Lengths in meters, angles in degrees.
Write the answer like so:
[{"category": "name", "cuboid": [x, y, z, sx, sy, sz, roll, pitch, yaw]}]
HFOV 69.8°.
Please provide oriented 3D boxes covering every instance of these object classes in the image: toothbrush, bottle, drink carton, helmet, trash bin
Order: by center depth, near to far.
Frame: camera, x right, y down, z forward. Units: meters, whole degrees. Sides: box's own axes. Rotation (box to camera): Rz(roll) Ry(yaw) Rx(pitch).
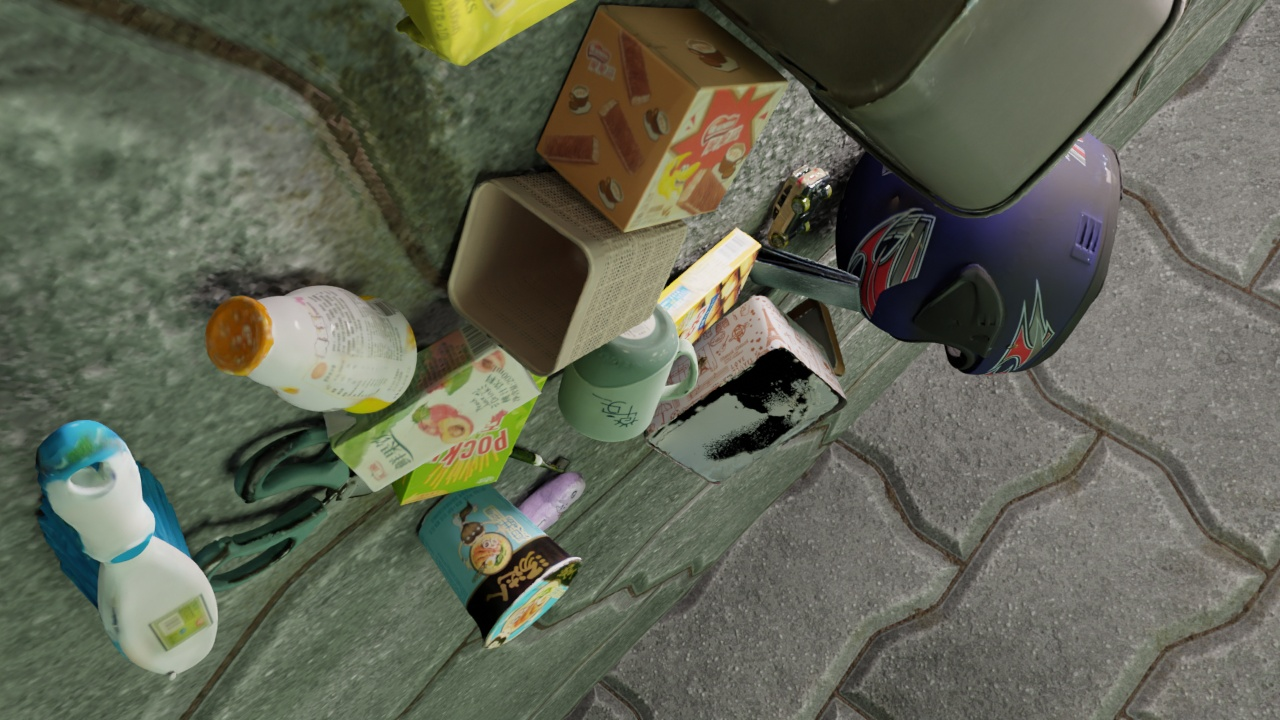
[{"category": "bottle", "cuboid": [-0.160, -0.006, 0.453, 0.063, 0.063, 0.108, -48, 162, 10]}, {"category": "trash bin", "cuboid": [0.163, -0.212, 0.523, 0.219, 0.199, 0.199, -2, 134, -55]}, {"category": "drink carton", "cuboid": [-0.130, 0.025, 0.569, 0.122, 0.045, 0.053, -31, 137, -2]}, {"category": "toothbrush", "cuboid": [-0.102, 0.091, 0.877, 0.017, 0.012, 0.186, -51, 162, -1]}, {"category": "helmet", "cuboid": [0.322, -0.122, 0.950, 0.316, 0.240, 0.246, 92, 8, -56]}]

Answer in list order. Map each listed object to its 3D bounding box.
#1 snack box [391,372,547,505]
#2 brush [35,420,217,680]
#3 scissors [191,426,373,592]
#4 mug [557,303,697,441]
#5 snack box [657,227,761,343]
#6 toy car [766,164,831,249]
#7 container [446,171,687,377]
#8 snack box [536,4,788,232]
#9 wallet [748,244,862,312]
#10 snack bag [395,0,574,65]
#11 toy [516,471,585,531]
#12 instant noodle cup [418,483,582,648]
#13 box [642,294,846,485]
[{"category": "snack box", "cuboid": [-0.125, 0.044, 0.672, 0.085, 0.026, 0.157, -9, 143, -37]}, {"category": "brush", "cuboid": [-0.232, 0.077, 0.408, 0.060, 0.109, 0.315, -30, 157, -31]}, {"category": "scissors", "cuboid": [-0.210, 0.078, 0.599, 0.178, 0.019, 0.162, -30, 153, -53]}, {"category": "mug", "cuboid": [-0.004, 0.004, 0.751, 0.111, 0.082, 0.107, 4, 138, -14]}, {"category": "snack box", "cuboid": [0.048, -0.051, 0.834, 0.140, 0.034, 0.087, -40, 162, -31]}, {"category": "toy car", "cuboid": [0.146, -0.142, 0.863, 0.042, 0.035, 0.091, -31, 158, -32]}, {"category": "container", "cuboid": [-0.039, -0.061, 0.552, 0.110, 0.090, 0.090, -27, 148, -50]}, {"category": "snack box", "cuboid": [0.012, -0.137, 0.519, 0.092, 0.077, 0.095, -23, 151, -49]}, {"category": "wallet", "cuboid": [0.160, -0.081, 0.908, 0.019, 0.121, 0.097, -69, 162, -6]}, {"category": "snack bag", "cuboid": [-0.029, -0.216, 0.273, 0.157, 0.068, 0.247, -38, 161, -19]}, {"category": "toy", "cuboid": [-0.101, 0.154, 0.964, 0.108, 0.039, 0.084, -39, 178, -15]}, {"category": "instant noodle cup", "cuboid": [-0.132, 0.174, 0.815, 0.111, 0.120, 0.111, -41, 162, -17]}, {"category": "box", "cuboid": [0.099, 0.003, 0.963, 0.181, 0.157, 0.217, -36, -149, 25]}]
